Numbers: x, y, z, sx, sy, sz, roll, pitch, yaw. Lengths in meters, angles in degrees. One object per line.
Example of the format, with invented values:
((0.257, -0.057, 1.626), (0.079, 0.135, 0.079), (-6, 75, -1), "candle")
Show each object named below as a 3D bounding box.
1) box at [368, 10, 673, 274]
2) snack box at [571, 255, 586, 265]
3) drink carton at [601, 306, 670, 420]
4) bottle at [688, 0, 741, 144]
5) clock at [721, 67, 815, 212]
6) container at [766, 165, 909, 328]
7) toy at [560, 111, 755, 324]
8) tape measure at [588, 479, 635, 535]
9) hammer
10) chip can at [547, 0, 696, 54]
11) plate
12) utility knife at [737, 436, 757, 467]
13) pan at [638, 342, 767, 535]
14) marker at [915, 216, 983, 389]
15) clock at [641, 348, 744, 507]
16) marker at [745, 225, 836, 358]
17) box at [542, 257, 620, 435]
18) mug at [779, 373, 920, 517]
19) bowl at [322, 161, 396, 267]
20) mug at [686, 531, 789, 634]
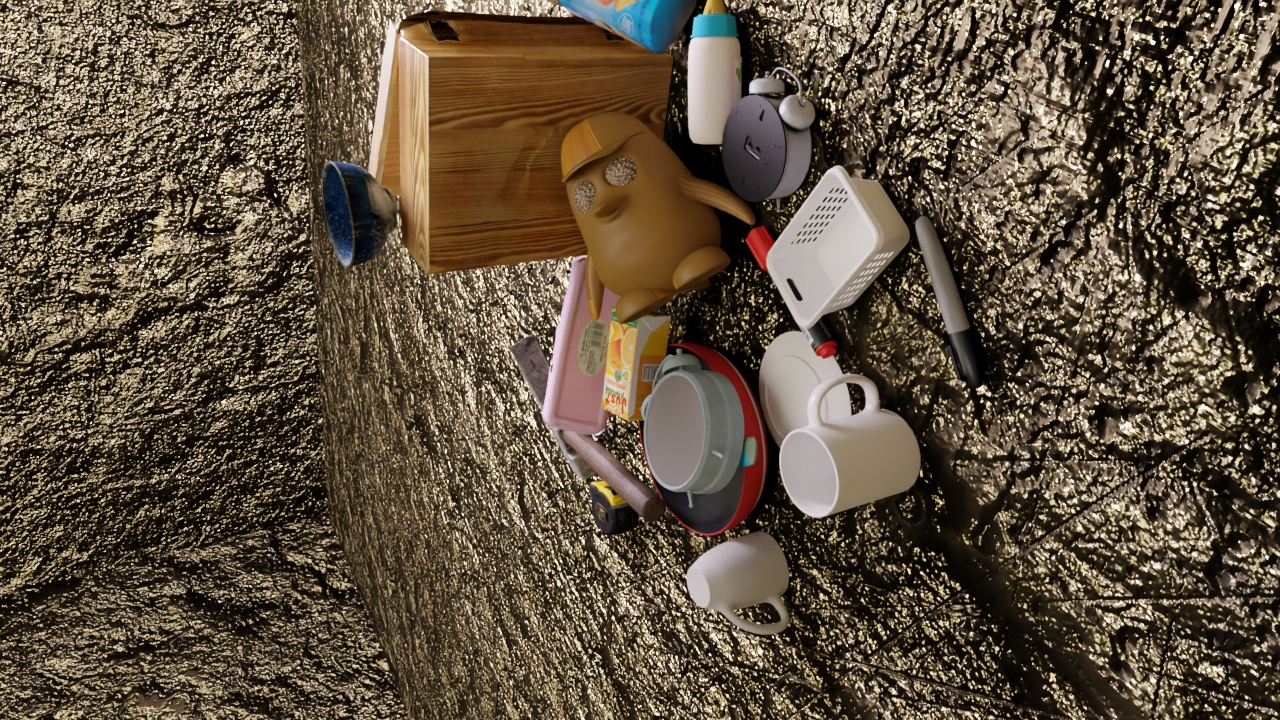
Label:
((-0.142, -0.266, 1.029), (0.215, 0.278, 0.258), (48, 138, 46), "box")
((-0.043, -0.065, 1.170), (0.087, 0.034, 0.151), (-15, 86, 61), "snack box")
((-0.006, 0.006, 1.005), (0.058, 0.041, 0.122), (22, 109, 57), "drink carton")
((0.071, -0.281, 0.873), (0.051, 0.051, 0.146), (26, 122, 56), "bottle")
((0.118, -0.203, 0.833), (0.094, 0.035, 0.123), (53, 141, 39), "clock")
((0.166, -0.094, 0.767), (0.080, 0.049, 0.130), (66, 149, 23), "container")
((-0.007, -0.157, 0.924), (0.199, 0.162, 0.203), (-30, 86, 20), "toy")
((-0.039, 0.201, 1.247), (0.072, 0.042, 0.071), (3, 99, 58), "tape measure")
((-0.061, 0.098, 1.142), (0.301, 0.037, 0.218), (32, 150, 60), "hammer")
((-0.049, -0.394, 0.965), (0.229, 0.079, 0.080), (35, 132, 27), "chip can")
((0.151, 0.039, 0.880), (0.135, 0.011, 0.135), (29, 124, 55), "plate")
((0.070, 0.096, 0.932), (0.174, 0.015, 0.031), (-14, 84, 59), "utility knife")
((0.025, 0.067, 1.058), (0.356, 0.067, 0.209), (25, 121, 56), "pan")
((0.232, -0.044, 0.695), (0.016, 0.022, 0.138), (142, 113, -69), "marker")
((0.046, 0.061, 0.916), (0.123, 0.045, 0.159), (-63, 37, 35), "clock")
((0.140, -0.063, 0.854), (0.024, 0.021, 0.145), (-43, 59, 31), "marker")
((-0.062, -0.014, 1.087), (0.095, 0.088, 0.202), (165, 116, -76), "box")
((0.173, 0.067, 0.768), (0.074, 0.090, 0.110), (3, 102, 61), "mug")
((-0.303, -0.163, 1.004), (0.114, 0.060, 0.114), (33, 129, 52), "bowl")
((0.105, 0.237, 0.948), (0.107, 0.089, 0.071), (60, 146, 32), "mug")
